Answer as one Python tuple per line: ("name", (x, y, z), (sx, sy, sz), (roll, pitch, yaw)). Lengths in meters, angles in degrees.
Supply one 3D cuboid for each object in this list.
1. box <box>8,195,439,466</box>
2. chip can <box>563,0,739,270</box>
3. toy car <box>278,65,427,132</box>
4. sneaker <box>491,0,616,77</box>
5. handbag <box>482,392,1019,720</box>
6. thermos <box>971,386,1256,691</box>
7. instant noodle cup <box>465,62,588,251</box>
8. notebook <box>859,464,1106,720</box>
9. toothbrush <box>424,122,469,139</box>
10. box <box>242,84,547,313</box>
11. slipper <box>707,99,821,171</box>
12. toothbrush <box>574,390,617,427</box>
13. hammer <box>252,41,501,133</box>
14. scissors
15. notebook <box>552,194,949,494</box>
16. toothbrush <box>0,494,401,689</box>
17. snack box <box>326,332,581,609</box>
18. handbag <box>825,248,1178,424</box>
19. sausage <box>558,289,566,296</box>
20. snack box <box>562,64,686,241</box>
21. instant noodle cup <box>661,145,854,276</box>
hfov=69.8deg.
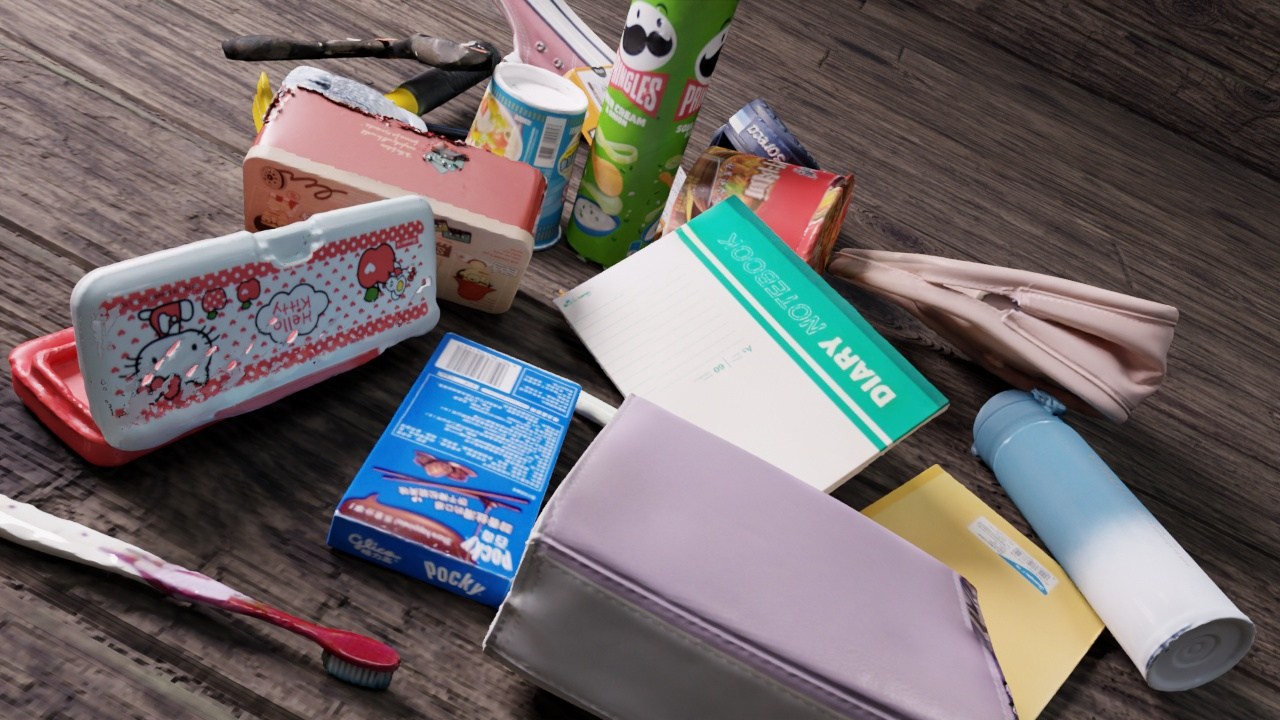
("box", (-0.186, -0.032, 0.451), (0.095, 0.100, 0.200), (36, 34, 15))
("chip can", (0.006, -0.175, 0.650), (0.072, 0.237, 0.072), (13, 38, -11))
("toy car", (-0.192, -0.168, 0.627), (0.105, 0.031, 0.048), (23, 38, -17))
("sneaker", (-0.076, -0.267, 0.848), (0.241, 0.088, 0.118), (45, -1, -21))
("handbag", (0.049, 0.109, 0.408), (0.197, 0.099, 0.144), (27, 29, 5))
("thermos", (0.288, 0.100, 0.588), (0.070, 0.070, 0.220), (11, 32, -20))
("instant noodle cup", (-0.088, -0.152, 0.673), (0.099, 0.110, 0.099), (17, 35, -13))
("notebook", (0.184, 0.138, 0.538), (0.205, 0.010, 0.146), (-17, 51, -46))
("toothbrush", (-0.182, -0.192, 0.760), (0.189, 0.016, 0.014), (3, 37, -34))
("box", (-0.148, -0.101, 0.568), (0.168, 0.092, 0.077), (17, 57, -13))
("slipper", (0.109, -0.169, 0.837), (0.105, 0.095, 0.252), (52, 12, 0))
("toothbrush", (0.032, 0.059, 0.513), (0.190, 0.029, 0.020), (26, 11, 24))
("hammer", (-0.187, -0.205, 0.728), (0.129, 0.033, 0.299), (34, 36, -2))
("scissors", (-0.190, -0.234, 0.680), (0.221, 0.022, 0.232), (19, 27, 35))
("notebook", (0.061, -0.005, 0.566), (0.150, 0.012, 0.209), (-33, 60, -11))
("toothbrush", (-0.183, 0.090, 0.361), (0.187, 0.017, 0.016), (21, 25, -2))
("snack box", (-0.087, 0.049, 0.469), (0.084, 0.026, 0.156), (22, 33, -4))
("handbag", (0.254, -0.041, 0.700), (0.234, 0.093, 0.193), (20, 7, -7))
("sausage", (-0.004, 0.003, 0.592), (0.021, 0.022, 0.165), (-14, 50, -44))
("snack box", (-0.006, -0.178, 0.777), (0.153, 0.026, 0.075), (59, 37, -1))
("instant noodle cup", (0.083, -0.090, 0.690), (0.108, 0.138, 0.137), (23, 32, 13))
